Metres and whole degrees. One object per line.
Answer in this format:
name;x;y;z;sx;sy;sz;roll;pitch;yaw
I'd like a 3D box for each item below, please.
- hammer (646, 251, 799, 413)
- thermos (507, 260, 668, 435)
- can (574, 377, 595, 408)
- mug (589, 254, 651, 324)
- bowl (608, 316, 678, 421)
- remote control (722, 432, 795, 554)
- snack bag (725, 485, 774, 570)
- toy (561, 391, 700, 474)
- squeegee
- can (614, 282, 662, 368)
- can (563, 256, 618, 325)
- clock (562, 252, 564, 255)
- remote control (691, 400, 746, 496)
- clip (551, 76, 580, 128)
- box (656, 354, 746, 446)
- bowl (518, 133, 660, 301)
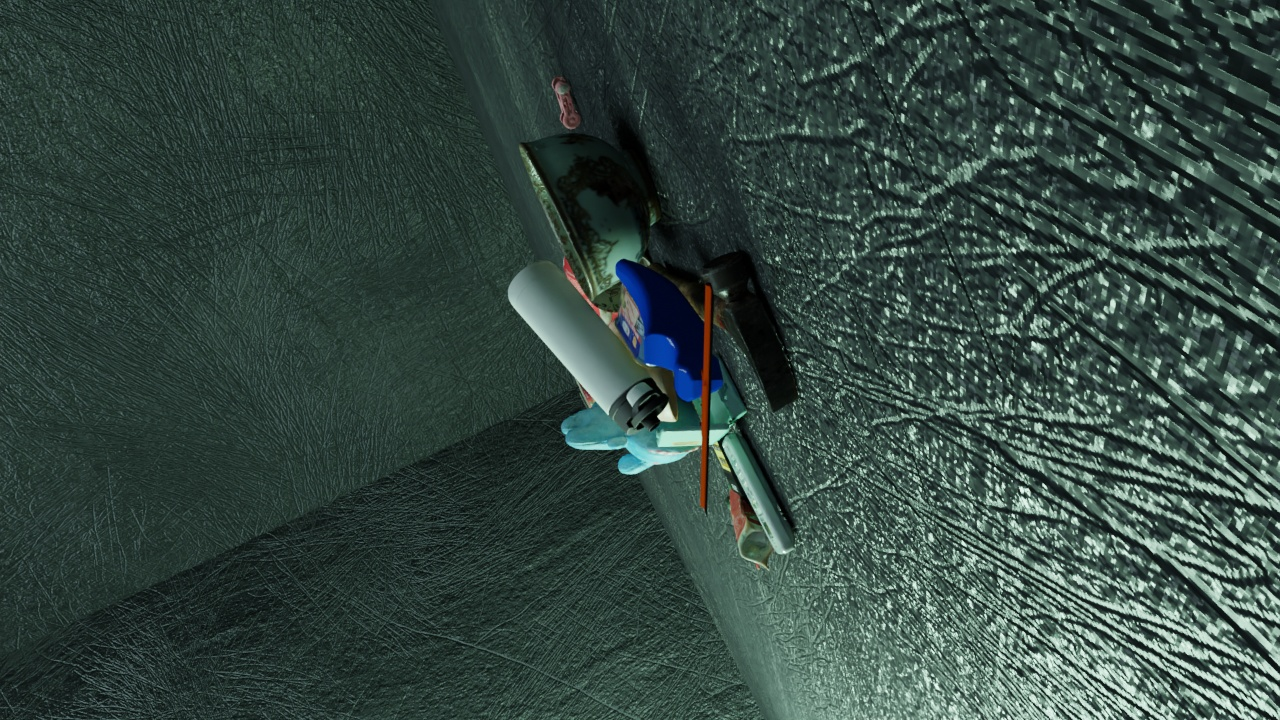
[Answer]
hammer;0.052;-0.046;0.803;0.120;0.033;0.330;65;175;-15
thermos;-0.057;-0.018;1.013;0.230;0.068;0.101;49;167;16
can;-0.033;0.022;1.358;0.067;0.124;0.066;154;91;-84
mug;-0.036;-0.099;1.075;0.097;0.081;0.122;-111;22;-51
bowl;-0.007;0.007;1.112;0.153;0.076;0.153;-11;-91;-84
remote control;0.124;0.137;0.955;0.133;0.022;0.050;63;173;12
snack bag;0.127;0.201;1.141;0.155;0.044;0.087;-122;13;-77
toy;-0.009;0.096;1.194;0.183;0.180;0.115;-123;25;-64
squeegee;0.025;-0.021;0.729;0.250;0.055;0.184;87;157;-47
can;0.011;-0.044;0.978;0.099;0.054;0.059;-120;30;-47
can;-0.062;-0.110;1.303;0.143;0.074;0.074;73;170;-55
clock;-0.099;-0.182;1.448;0.124;0.051;0.089;57;172;51
remote control;0.094;0.097;1.099;0.133;0.013;0.058;65;174;-1
clip;-0.082;-0.289;1.027;0.043;0.023;0.060;-131;22;-76
box;0.049;0.061;0.970;0.077;0.091;0.188;63;174;7
bowl;-0.038;-0.147;0.858;0.160;0.094;0.160;64;174;11
